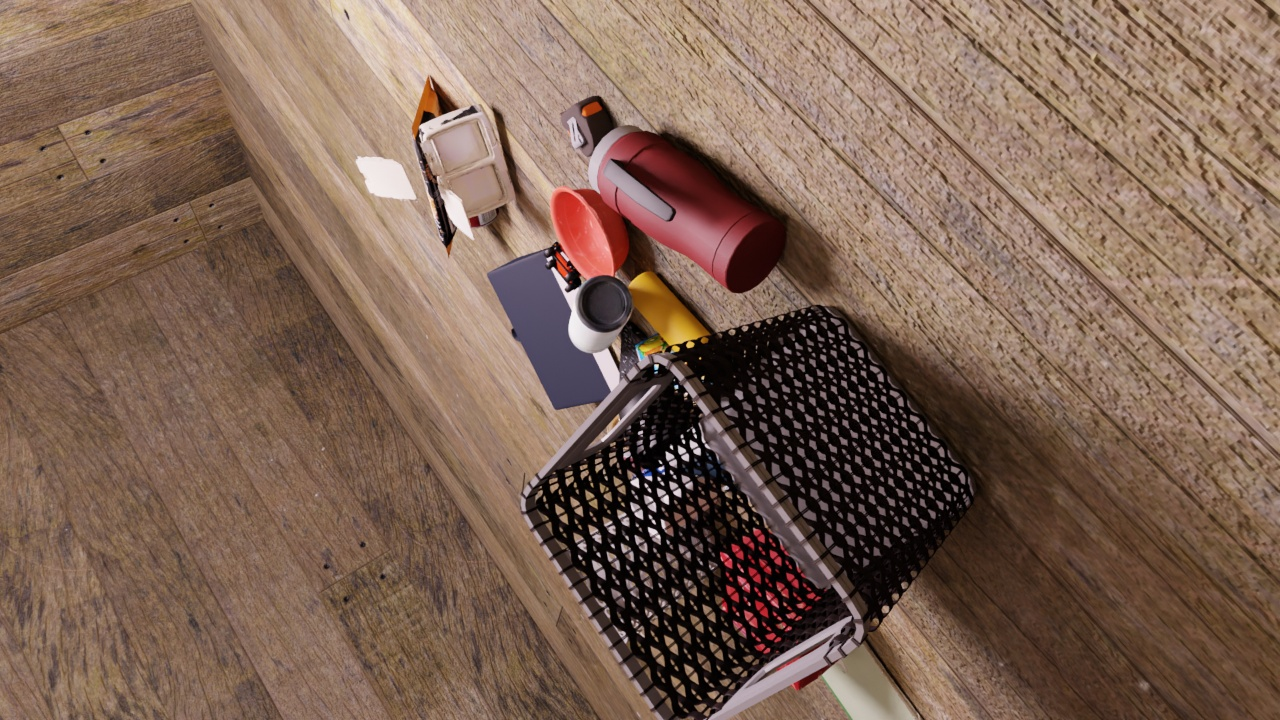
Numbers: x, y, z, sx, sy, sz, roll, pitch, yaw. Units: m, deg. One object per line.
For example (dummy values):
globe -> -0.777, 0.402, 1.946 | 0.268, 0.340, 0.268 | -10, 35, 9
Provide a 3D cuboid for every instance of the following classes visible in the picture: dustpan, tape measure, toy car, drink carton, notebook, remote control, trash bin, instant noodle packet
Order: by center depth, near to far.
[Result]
tape measure -> -0.060, -0.253, 1.001 | 0.059, 0.038, 0.058 | 64, 157, -10
drink carton -> 0.045, 0.007, 1.096 | 0.129, 0.044, 0.039 | 32, 145, 50
notebook -> 0.237, 0.355, 1.168 | 0.252, 0.010, 0.182 | 55, 157, 11
toy car -> -0.092, -0.128, 1.200 | 0.051, 0.048, 0.100 | 51, 171, 4
remote control -> -0.007, 0.007, 1.231 | 0.047, 0.022, 0.150 | 46, 152, 29
trash bin -> 0.007, 0.292, 1.335 | 0.156, 0.183, 0.157 | 45, 153, 30
instant noodle packet -> -0.302, -0.289, 1.372 | 0.159, 0.032, 0.221 | -92, -3, -47
dustpan -> -0.135, -0.049, 1.400 | 0.274, 0.079, 0.236 | -13, 107, 45

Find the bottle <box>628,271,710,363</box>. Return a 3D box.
bottle -> 0.043, -0.039, 1.044 | 0.143, 0.043, 0.043 | 49, 155, 23

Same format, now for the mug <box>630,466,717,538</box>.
mug -> 0.046, 0.177, 1.235 | 0.091, 0.090, 0.121 | 59, 157, 1

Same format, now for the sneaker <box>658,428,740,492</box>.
sneaker -> 0.105, 0.108, 1.048 | 0.087, 0.089, 0.236 | 56, 153, -5

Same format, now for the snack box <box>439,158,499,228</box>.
snack box -> -0.251, -0.261, 1.335 | 0.072, 0.072, 0.121 | 41, 152, 36

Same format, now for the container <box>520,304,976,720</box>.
container -> 0.097, 0.119, 0.782 | 0.245, 0.242, 0.248 | 54, 132, 13

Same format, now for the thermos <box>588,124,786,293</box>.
thermos -> 0.032, -0.147, 0.861 | 0.198, 0.107, 0.084 | 41, 114, 32

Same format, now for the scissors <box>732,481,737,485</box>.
scissors -> 0.174, 0.144, 0.961 | 0.172, 0.012, 0.157 | -9, 133, 41

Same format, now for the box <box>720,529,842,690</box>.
box -> 0.172, 0.297, 1.116 | 0.157, 0.087, 0.129 | 42, 151, 44

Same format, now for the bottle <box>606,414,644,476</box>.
bottle -> -0.003, 0.121, 1.286 | 0.056, 0.056, 0.105 | 34, 159, 45

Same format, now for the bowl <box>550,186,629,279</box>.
bowl -> -0.053, -0.155, 1.095 | 0.130, 0.045, 0.131 | 45, 153, 30

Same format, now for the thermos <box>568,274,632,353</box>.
thermos -> -0.052, -0.052, 1.122 | 0.068, 0.068, 0.230 | 59, 173, 1

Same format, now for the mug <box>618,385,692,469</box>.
mug -> 0.021, 0.083, 1.207 | 0.100, 0.085, 0.119 | 60, -170, 28

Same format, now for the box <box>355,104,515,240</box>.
box -> -0.260, -0.229, 1.215 | 0.105, 0.187, 0.144 | -123, 11, -48
